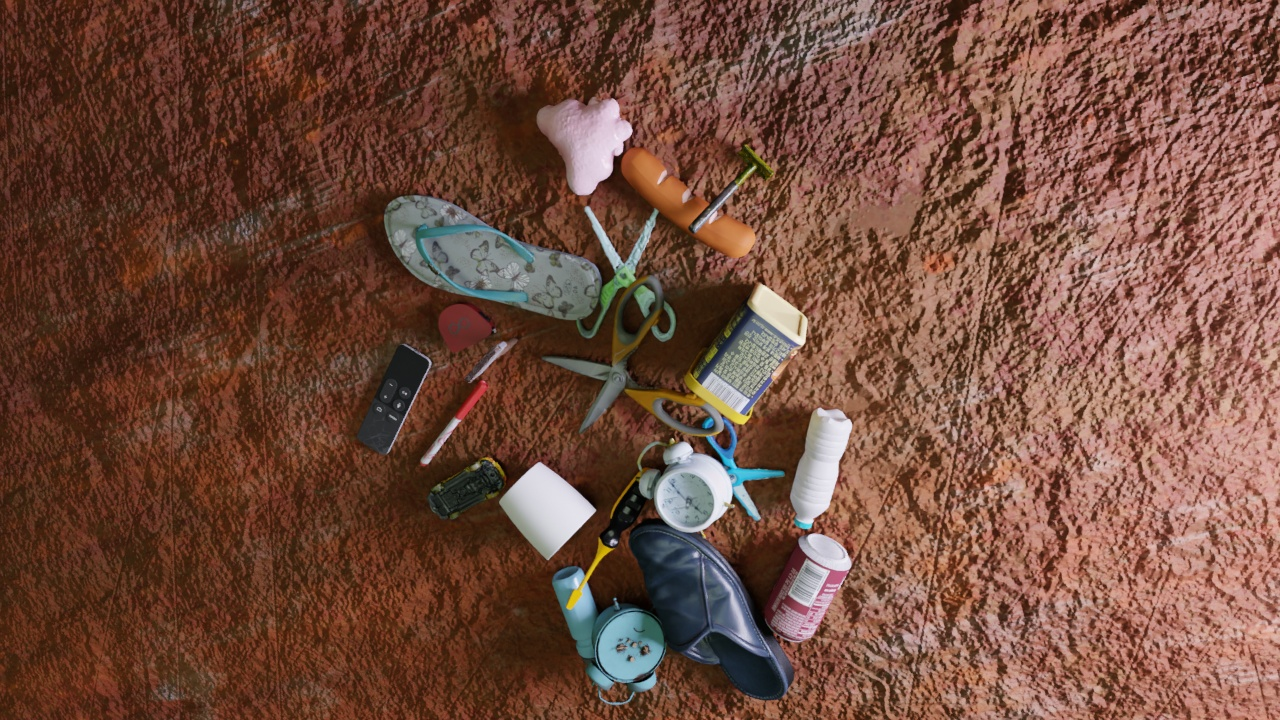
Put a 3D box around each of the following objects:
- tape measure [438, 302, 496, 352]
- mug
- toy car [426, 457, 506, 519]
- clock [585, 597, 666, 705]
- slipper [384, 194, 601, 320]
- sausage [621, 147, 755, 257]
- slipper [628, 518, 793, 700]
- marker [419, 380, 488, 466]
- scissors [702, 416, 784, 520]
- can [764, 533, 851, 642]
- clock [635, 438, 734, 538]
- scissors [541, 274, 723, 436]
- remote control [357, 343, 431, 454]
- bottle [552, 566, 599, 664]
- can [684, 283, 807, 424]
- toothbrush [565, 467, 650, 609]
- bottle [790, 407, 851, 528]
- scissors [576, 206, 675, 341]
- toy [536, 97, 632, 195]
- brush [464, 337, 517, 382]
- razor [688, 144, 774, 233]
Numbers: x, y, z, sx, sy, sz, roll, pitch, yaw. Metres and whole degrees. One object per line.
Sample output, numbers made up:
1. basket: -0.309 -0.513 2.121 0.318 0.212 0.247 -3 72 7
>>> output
1. tape measure: -0.203 -0.043 1.065 0.059 0.019 0.051 -24 97 12
2. mug: -0.117 0.182 1.087 0.087 0.080 0.114 44 142 5
3. toy car: -0.213 0.157 1.119 0.107 0.030 0.049 -29 99 17
4. clock: -0.019 0.349 1.097 0.090 0.053 0.124 14 91 -19
5. slipper: -0.175 -0.104 1.018 0.269 0.054 0.098 22 112 8
6. sausage: 0.047 -0.162 0.958 0.164 0.039 0.044 37 105 1
7. slipper: 0.072 0.303 1.053 0.109 0.083 0.265 -30 98 40
8. marker: -0.227 0.078 1.110 0.013 0.012 0.142 40 111 0
9. scissors: 0.096 0.124 1.046 0.134 0.011 0.140 -6 103 18
10. can: 0.187 0.256 1.034 0.063 0.063 0.114 24 110 6
11. clock: 0.047 0.139 1.028 0.117 0.057 0.083 42 111 8
12. scissors: -0.006 0.007 1.018 0.225 0.016 0.230 18 118 14
13. remote control: -0.302 0.049 1.121 0.045 0.008 0.147 31 111 3
14. bottle: -0.070 0.318 1.127 0.040 0.040 0.130 -15 102 17
15. can: 0.112 -0.011 0.938 0.075 0.135 0.104 37 108 1
16. toothbrush: -0.037 0.210 1.076 0.031 0.031 0.197 29 98 -12
17. bottle: 0.194 0.120 1.003 0.044 0.044 0.136 15 109 9
18. scissors: -0.012 -0.091 1.010 0.165 0.024 0.172 34 113 8
19. toy: -0.056 -0.234 0.956 0.093 0.050 0.102 -29 94 23
20. brush: -0.155 -0.008 0.997 0.008 0.143 0.045 43 102 -3
21. razor: 0.086 -0.169 0.932 0.042 0.026 0.105 44 81 -4
